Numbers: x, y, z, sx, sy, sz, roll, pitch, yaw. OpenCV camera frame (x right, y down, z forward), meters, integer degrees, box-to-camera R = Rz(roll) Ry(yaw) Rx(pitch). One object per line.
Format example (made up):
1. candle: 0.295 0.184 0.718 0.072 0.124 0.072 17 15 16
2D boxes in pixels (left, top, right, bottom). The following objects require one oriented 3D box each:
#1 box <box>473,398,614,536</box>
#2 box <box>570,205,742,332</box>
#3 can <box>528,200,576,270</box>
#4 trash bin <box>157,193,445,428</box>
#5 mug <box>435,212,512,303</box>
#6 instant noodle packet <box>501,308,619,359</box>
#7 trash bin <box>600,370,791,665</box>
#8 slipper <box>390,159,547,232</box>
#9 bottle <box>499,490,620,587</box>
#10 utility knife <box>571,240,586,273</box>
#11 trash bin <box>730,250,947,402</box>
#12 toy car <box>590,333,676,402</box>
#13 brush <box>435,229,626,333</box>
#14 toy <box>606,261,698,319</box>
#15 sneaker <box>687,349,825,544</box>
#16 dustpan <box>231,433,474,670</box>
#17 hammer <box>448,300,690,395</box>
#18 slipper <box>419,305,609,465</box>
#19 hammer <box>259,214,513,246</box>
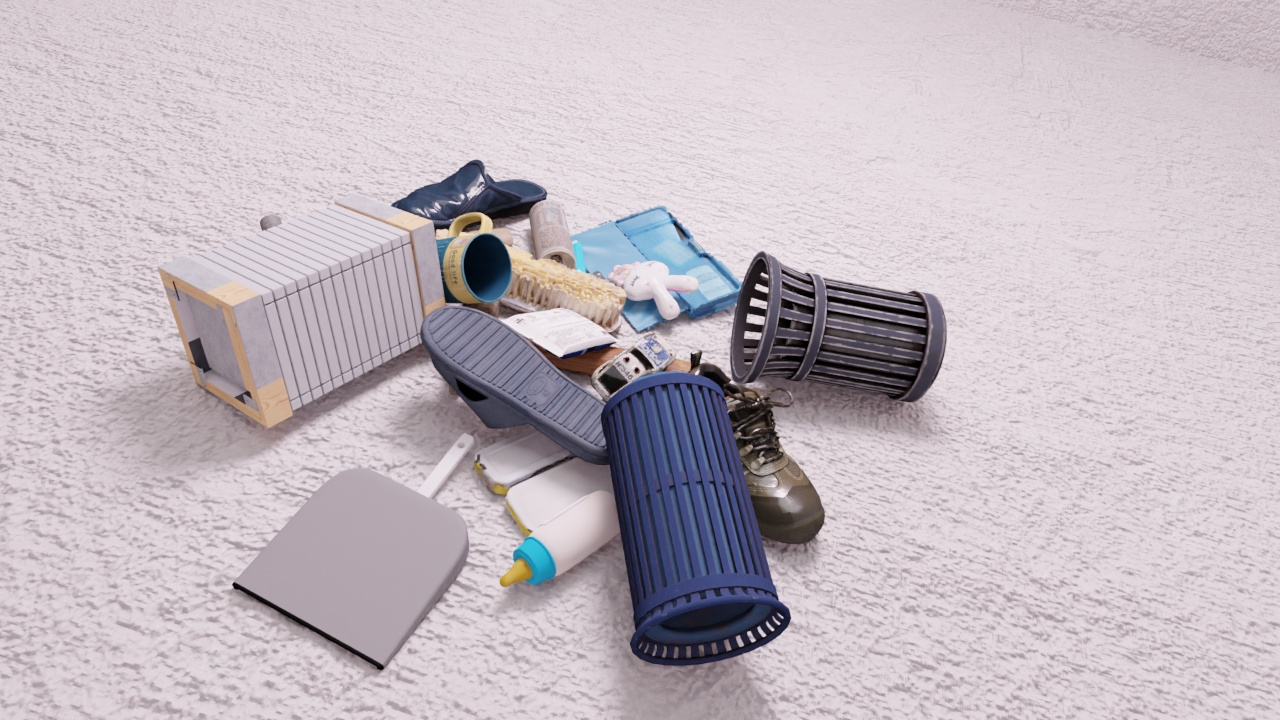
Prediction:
1. box: -0.066 0.109 0.998 0.209 0.034 0.129 -22 52 -34
2. box: 0.014 -0.133 1.297 0.174 0.034 0.231 -19 48 -21
3. can: -0.125 -0.170 1.290 0.054 0.054 0.135 0 41 -14
4. trash bin: -0.362 -0.065 1.018 0.142 0.143 0.246 22 39 33
5. mug: -0.218 -0.124 1.117 0.107 0.083 0.113 0 72 38
6. instant noodle packet: -0.091 -0.034 1.073 0.087 0.026 0.134 30 21 21
7. trash bin: 0.041 0.138 0.858 0.139 0.140 0.249 -1 52 -14
8. slipper: -0.241 -0.250 1.314 0.109 0.084 0.264 33 37 32
9. bottle: -0.079 0.178 0.888 0.051 0.051 0.145 37 46 28
10. utility knife: -0.086 -0.134 1.280 0.022 0.016 0.116 -5 46 -2
11. trash bin: 0.244 -0.033 1.135 0.227 0.165 0.164 10 39 -7
12. toy car: -0.006 0.006 1.065 0.112 0.041 0.048 -36 77 -28
13. brush: -0.148 -0.103 1.197 0.271 0.057 0.083 21 27 11
14. toy: 0.011 -0.104 1.226 0.125 0.037 0.075 27 60 26
15. sneaker: 0.123 0.074 0.986 0.100 0.143 0.238 -20 49 -33
16. dustpan: -0.239 0.158 0.892 0.163 0.033 0.256 23 51 14
17. hammer: -0.081 -0.001 1.112 0.301 0.037 0.157 9 40 -2
18. slipper: -0.136 0.042 0.997 0.263 0.083 0.101 35 38 8
19. hammer: -0.330 -0.152 1.238 0.330 0.031 0.119 -8 59 -30
